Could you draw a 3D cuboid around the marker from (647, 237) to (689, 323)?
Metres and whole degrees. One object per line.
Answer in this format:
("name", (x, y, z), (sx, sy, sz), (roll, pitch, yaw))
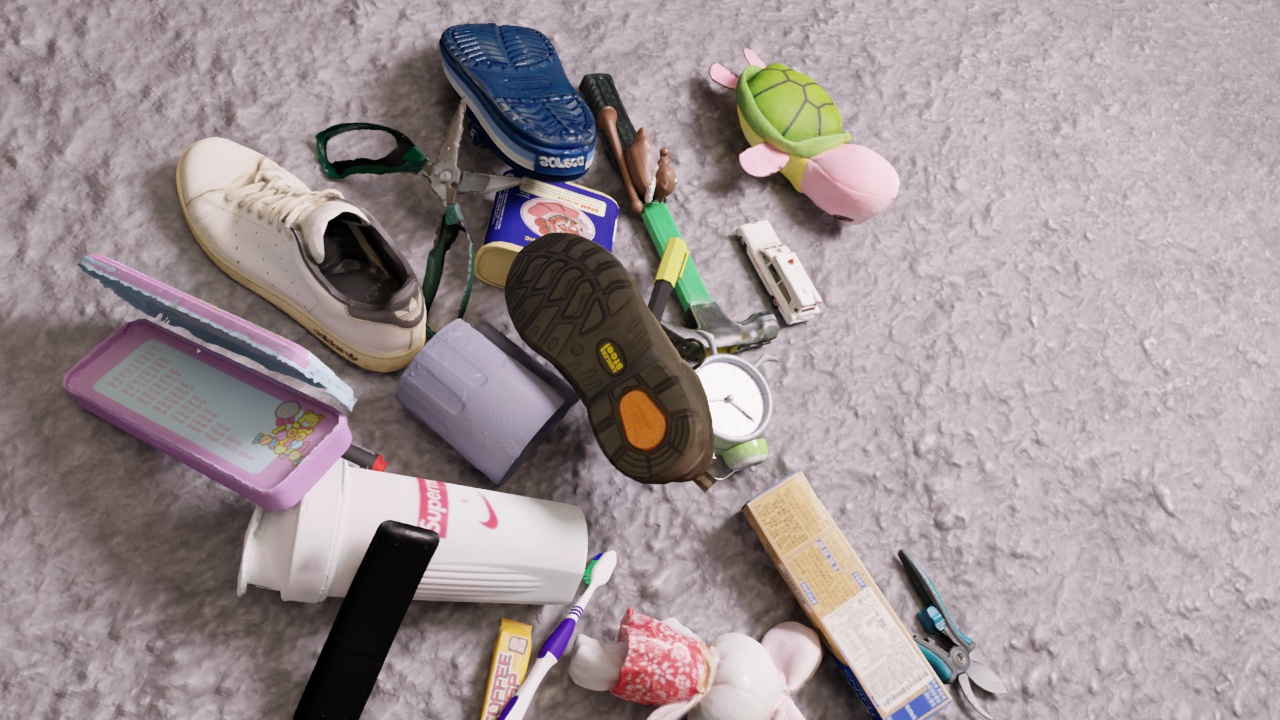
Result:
("marker", (0.018, -0.055, 0.792), (0.021, 0.018, 0.123), (23, 57, -8))

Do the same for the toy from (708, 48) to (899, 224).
("toy", (0.165, -0.235, 0.948), (0.189, 0.088, 0.238), (-18, 66, -47))

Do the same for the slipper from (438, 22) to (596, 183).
("slipper", (-0.114, -0.221, 0.812), (0.105, 0.095, 0.252), (-8, 42, -21))

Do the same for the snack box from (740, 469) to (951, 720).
("snack box", (0.158, 0.190, 0.726), (0.056, 0.057, 0.206), (-30, 77, -8))

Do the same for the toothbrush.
("toothbrush", (-0.062, 0.203, 0.643), (0.015, 0.016, 0.186), (53, 45, -18))

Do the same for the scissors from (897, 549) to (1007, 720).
("scissors", (0.239, 0.230, 0.767), (0.124, 0.019, 0.155), (-2, 63, -22))

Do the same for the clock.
("clock", (0.068, 0.044, 0.781), (0.094, 0.043, 0.119), (20, 61, -12))

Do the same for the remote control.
("remote control", (-0.171, 0.170, 0.574), (0.041, 0.020, 0.152), (21, 98, -27))

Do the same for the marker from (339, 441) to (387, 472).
("marker", (-0.253, 0.051, 0.662), (0.145, 0.021, 0.023), (27, 86, -7))

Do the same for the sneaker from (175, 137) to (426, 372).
("sneaker", (-0.256, -0.095, 0.690), (0.241, 0.103, 0.088), (41, 56, 3))

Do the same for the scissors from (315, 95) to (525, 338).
("scissors", (-0.190, -0.119, 0.753), (0.202, 0.015, 0.201), (8, 90, 20))

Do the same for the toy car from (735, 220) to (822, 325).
("toy car", (0.135, -0.090, 0.885), (0.039, 0.039, 0.113), (-15, 70, -28))

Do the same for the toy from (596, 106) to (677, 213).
("toy", (0.000, -0.187, 0.847), (0.055, 0.042, 0.101), (-17, 77, -6))

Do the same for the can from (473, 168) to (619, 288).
("can", (-0.078, -0.106, 0.797), (0.116, 0.057, 0.092), (16, 57, -14))

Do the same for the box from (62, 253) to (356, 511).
("box", (-0.284, 0.002, 0.579), (0.214, 0.093, 0.089), (21, 53, 24))

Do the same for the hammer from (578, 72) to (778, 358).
("hammer", (0.011, -0.144, 0.870), (0.130, 0.032, 0.318), (-12, 68, -27))

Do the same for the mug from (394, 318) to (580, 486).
("mug", (-0.112, 0.023, 0.708), (0.104, 0.084, 0.123), (38, 32, 3))

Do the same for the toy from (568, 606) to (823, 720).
("toy", (0.046, 0.232, 0.652), (0.194, 0.084, 0.158), (16, 39, -10))

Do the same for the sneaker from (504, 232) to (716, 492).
("sneaker", (-0.004, 0.004, 0.709), (0.101, 0.143, 0.238), (-38, 59, 8))

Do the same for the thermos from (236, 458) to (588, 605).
("thermos", (-0.151, 0.120, 0.628), (0.220, 0.100, 0.099), (11, 60, -22))

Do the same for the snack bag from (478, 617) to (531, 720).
("snack bag", (-0.095, 0.228, 0.631), (0.026, 0.020, 0.099), (18, 58, -11))
